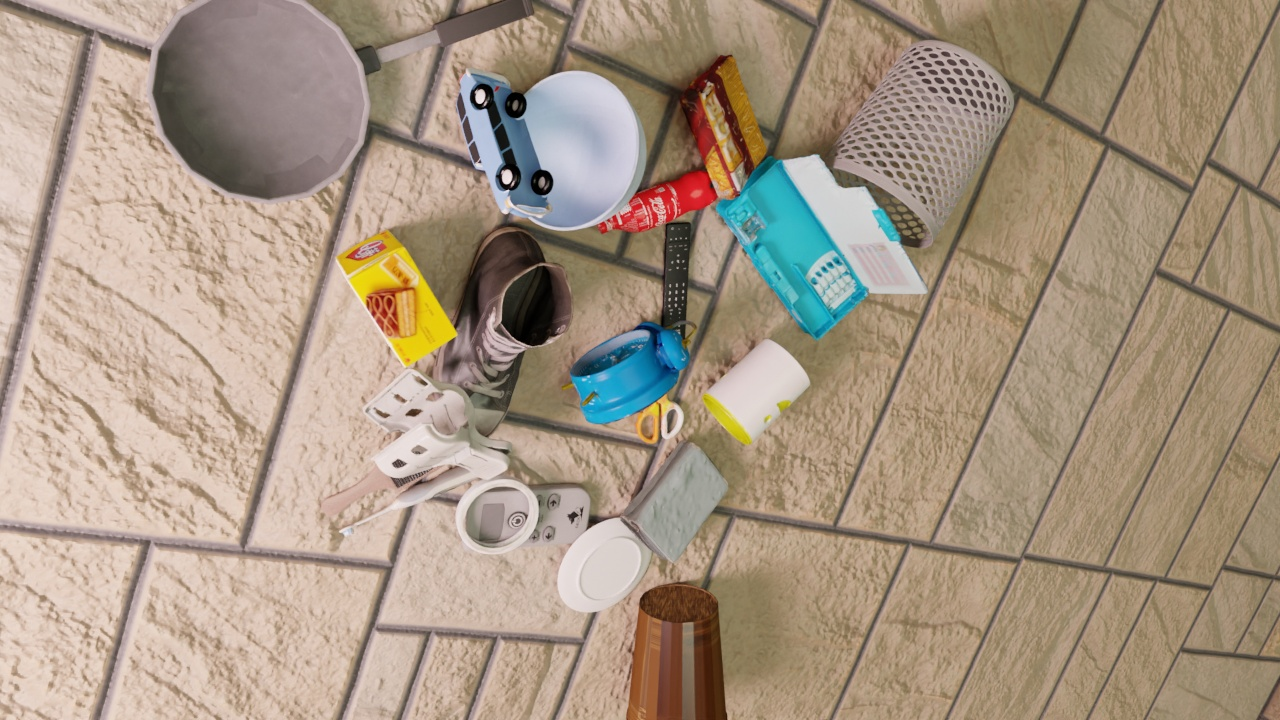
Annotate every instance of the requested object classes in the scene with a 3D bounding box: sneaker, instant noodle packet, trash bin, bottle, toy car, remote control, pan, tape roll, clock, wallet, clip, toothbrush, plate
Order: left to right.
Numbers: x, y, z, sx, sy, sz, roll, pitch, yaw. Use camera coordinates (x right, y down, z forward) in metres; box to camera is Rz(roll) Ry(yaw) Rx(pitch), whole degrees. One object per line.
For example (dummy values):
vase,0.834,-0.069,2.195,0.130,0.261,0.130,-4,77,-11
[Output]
pan,-0.255,-0.266,0.824,0.356,0.041,0.179,-28,120,-21
toothbrush,-0.237,0.145,0.996,0.185,0.022,0.024,-23,101,-19
clip,-0.205,0.086,0.916,0.152,0.127,0.104,44,49,-15
tape roll,-0.160,0.173,1.028,0.093,0.013,0.093,-7,110,-20
toy car,-0.130,-0.200,0.863,0.056,0.055,0.153,-4,71,-52
sneaker,-0.140,-0.010,0.931,0.095,0.120,0.235,16,104,-30
remote control,-0.130,0.182,1.066,0.150,0.019,0.074,1,108,-27
plate,-0.040,0.256,1.133,0.134,0.011,0.135,-15,120,-28
clock,-0.006,0.006,1.010,0.161,0.117,0.060,-34,108,-13
bottle,0.018,-0.168,0.996,0.141,0.042,0.042,-24,118,-17
wallet,0.043,0.172,1.125,0.131,0.054,0.100,-48,128,-16
remote control,0.041,-0.089,1.056,0.030,0.009,0.140,-8,112,-24
instant noodle packet,0.092,-0.249,0.988,0.098,0.040,0.135,-53,129,-38
trash bin,0.316,-0.249,1.053,0.156,0.156,0.183,35,88,-32

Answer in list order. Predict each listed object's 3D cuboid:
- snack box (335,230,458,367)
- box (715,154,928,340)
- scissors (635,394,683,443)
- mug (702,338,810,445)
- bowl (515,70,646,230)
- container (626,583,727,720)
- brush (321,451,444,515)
snack box,-0.235,-0.061,0.883,0.061,0.083,0.106,-33,121,-12
box,0.214,-0.142,1.080,0.172,0.084,0.227,-25,125,26
scissors,0.025,0.039,1.095,0.065,0.013,0.129,-8,113,-25
mug,0.140,0.037,1.112,0.106,0.082,0.082,-43,122,-8
bowl,-0.055,-0.201,0.906,0.074,0.151,0.151,-6,117,-67
container,0.048,0.386,1.176,0.132,0.132,0.167,-6,105,-25
brush,-0.274,0.126,0.974,0.135,0.015,0.050,-30,119,-14
